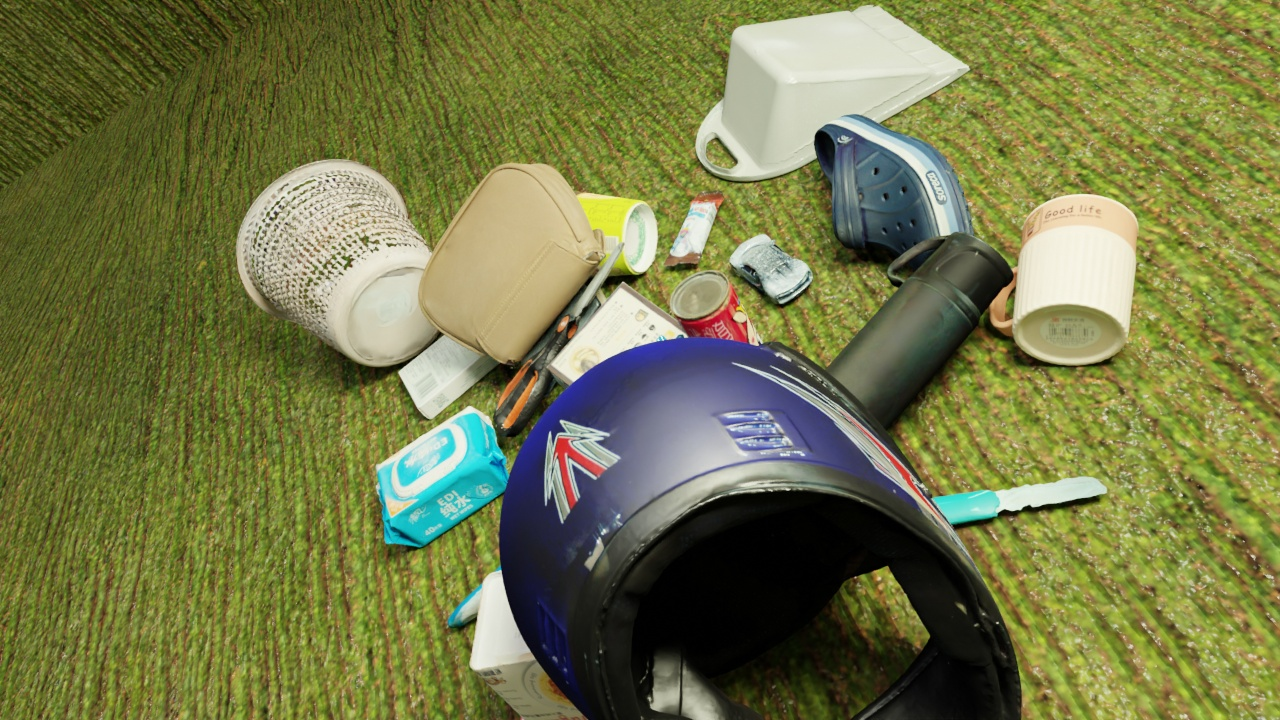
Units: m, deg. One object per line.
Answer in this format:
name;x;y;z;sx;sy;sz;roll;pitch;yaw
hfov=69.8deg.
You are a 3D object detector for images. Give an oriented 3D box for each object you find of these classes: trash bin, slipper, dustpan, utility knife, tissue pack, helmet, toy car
trash bin;-0.339;-0.101;1.108;0.227;0.227;0.192;-44;54;-10
slipper;0.214;-0.154;0.847;0.095;0.105;0.252;-26;39;1
dustpan;0.197;-0.304;1.073;0.257;0.143;0.222;-8;40;-14
utility knife;0.219;0.112;0.668;0.220;0.013;0.029;-16;43;25
tissue pack;-0.197;0.114;0.906;0.140;0.063;0.090;-33;41;3
helmet;0.062;0.126;0.575;0.247;0.315;0.240;-48;22;6
toy car;0.126;-0.093;0.908;0.049;0.031;0.105;-38;40;-4

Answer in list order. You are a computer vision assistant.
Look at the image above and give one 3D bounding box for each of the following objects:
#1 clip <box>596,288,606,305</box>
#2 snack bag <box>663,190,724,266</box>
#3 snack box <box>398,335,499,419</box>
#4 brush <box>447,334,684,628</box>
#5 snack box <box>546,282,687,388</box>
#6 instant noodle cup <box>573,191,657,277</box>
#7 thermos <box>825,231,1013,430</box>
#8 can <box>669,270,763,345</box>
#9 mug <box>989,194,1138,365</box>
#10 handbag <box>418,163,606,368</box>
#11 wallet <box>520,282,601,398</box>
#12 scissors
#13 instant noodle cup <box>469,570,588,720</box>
clip;-0.028;-0.034;0.947;0.035;0.074;0.100;-30;43;6
snack bag;0.060;-0.143;1.001;0.045;0.026;0.105;2;56;31
snack box;-0.199;-0.009;1.049;0.156;0.027;0.084;-39;41;-4
brush;-0.066;0.106;0.796;0.315;0.060;0.109;-35;67;11
snack box;-0.005;0.005;0.865;0.126;0.053;0.113;37;80;22
instant noodle cup;-0.050;-0.138;1.019;0.124;0.112;0.111;6;55;27
thermos;0.182;0.005;0.725;0.242;0.068;0.090;-49;39;-2
can;0.076;-0.014;0.790;0.053;0.133;0.053;-18;44;18
mug;0.323;-0.056;0.714;0.115;0.081;0.105;-27;35;52
handbag;-0.130;-0.099;0.949;0.148;0.099;0.205;47;116;10
wallet;-0.089;-0.033;0.972;0.121;0.019;0.097;-56;39;17
scissors;-0.087;-0.028;0.933;0.139;0.021;0.234;0;62;64
instant noodle cup;-0.055;0.211;0.675;0.116;0.124;0.116;-16;44;20
